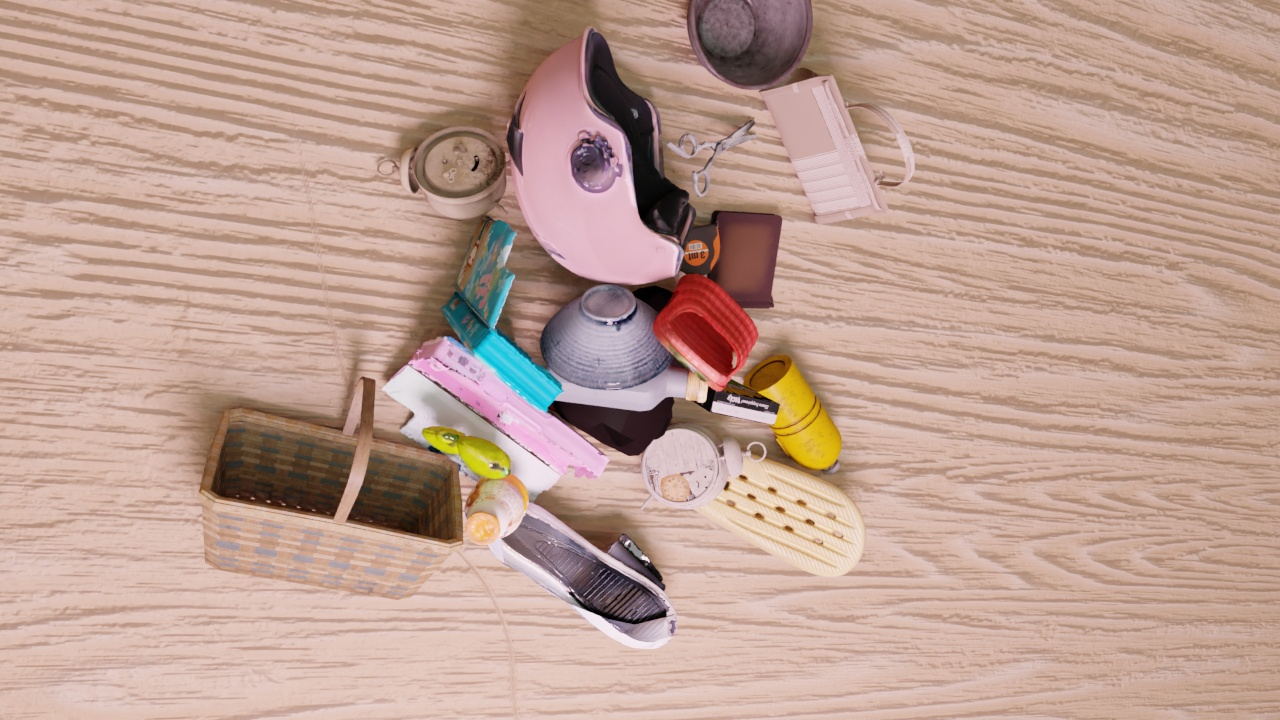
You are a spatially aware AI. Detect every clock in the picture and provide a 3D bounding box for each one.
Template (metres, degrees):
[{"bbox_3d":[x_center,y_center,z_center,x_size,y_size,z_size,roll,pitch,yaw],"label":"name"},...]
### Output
[{"bbox_3d":[0.069,0.120,1.076,0.157,0.061,0.103,-13,82,12],"label":"clock"},{"bbox_3d":[-0.200,-0.189,0.939,0.141,0.055,0.092,6,63,4],"label":"clock"}]

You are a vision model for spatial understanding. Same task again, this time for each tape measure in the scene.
[{"bbox_3d":[0.064,-0.127,1.064,0.058,0.038,0.059,-10,99,1],"label":"tape measure"}]

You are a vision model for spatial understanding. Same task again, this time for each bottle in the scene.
[{"bbox_3d":[-0.012,0.016,0.932,0.161,0.072,0.046,7,135,5],"label":"bottle"},{"bbox_3d":[-0.155,0.159,0.971,0.063,0.109,0.063,0,101,2],"label":"bottle"},{"bbox_3d":[0.198,0.077,1.146,0.071,0.071,0.164,-40,112,-8],"label":"bottle"}]

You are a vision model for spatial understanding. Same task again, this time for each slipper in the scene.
[{"bbox_3d":[-0.059,0.246,1.088,0.264,0.063,0.111,34,120,-13],"label":"slipper"},{"bbox_3d":[0.074,-0.045,0.944,0.103,0.248,0.059,43,111,-7],"label":"slipper"},{"bbox_3d":[0.159,0.177,1.153,0.261,0.079,0.111,26,92,-4],"label":"slipper"}]

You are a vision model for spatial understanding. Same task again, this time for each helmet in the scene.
[{"bbox_3d":[-0.047,-0.193,0.926,0.153,0.229,0.255,-16,117,17],"label":"helmet"}]

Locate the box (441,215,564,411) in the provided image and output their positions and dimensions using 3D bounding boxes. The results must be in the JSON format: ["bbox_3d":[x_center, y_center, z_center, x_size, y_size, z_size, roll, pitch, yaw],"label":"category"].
[{"bbox_3d":[-0.148,-0.048,0.903,0.085,0.227,0.170,-16,108,-15],"label":"box"}]

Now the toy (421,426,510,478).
[{"bbox_3d":[-0.178,0.095,0.959,0.036,0.094,0.094,-64,153,-12],"label":"toy"}]

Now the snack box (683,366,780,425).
[{"bbox_3d":[0.088,0.036,1.052,0.080,0.147,0.025,13,97,-22],"label":"snack box"}]

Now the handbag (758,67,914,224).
[{"bbox_3d":[0.232,-0.236,1.014,0.062,0.198,0.176,-33,111,-11],"label":"handbag"}]

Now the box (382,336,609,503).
[{"bbox_3d":[-0.162,0.069,1.003,0.230,0.161,0.062,40,44,-23],"label":"box"}]

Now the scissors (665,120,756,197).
[{"bbox_3d":[0.082,-0.245,1.014,0.118,0.014,0.161,53,56,-41],"label":"scissors"}]

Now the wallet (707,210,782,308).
[{"bbox_3d":[0.124,-0.120,1.103,0.091,0.018,0.116,0,105,-19],"label":"wallet"}]

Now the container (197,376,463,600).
[{"bbox_3d":[-0.298,0.118,0.917,0.249,0.157,0.187,17,116,-23],"label":"container"}]

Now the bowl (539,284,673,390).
[{"bbox_3d":[-0.032,-0.038,0.909,0.137,0.137,0.057,-14,136,-17],"label":"bowl"}]

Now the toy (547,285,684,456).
[{"bbox_3d":[-0.006,0.006,1.014,0.159,0.140,0.184,31,90,-23],"label":"toy"}]

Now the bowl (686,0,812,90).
[{"bbox_3d":[0.109,-0.371,1.010,0.144,0.067,0.145,-4,104,-19],"label":"bowl"}]
